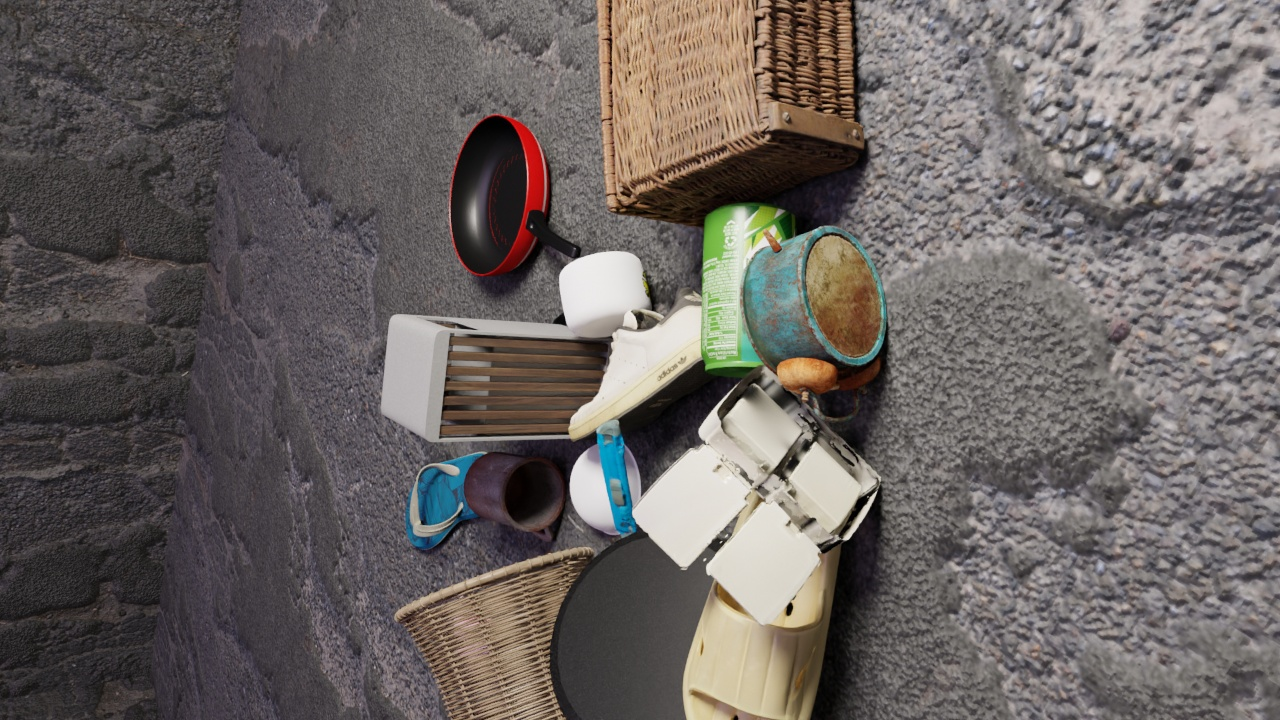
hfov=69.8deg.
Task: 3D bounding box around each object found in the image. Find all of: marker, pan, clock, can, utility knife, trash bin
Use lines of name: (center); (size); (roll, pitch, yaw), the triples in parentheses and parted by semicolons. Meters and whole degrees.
marker: (-0.063, -0.074, 1.088); (0.153, 0.011, 0.011); (-34, 63, 46)
pan: (0.046, 0.297, 0.814); (0.225, 0.034, 0.356); (-40, 47, 0)
pan: (-0.150, -0.187, 1.159); (0.356, 0.067, 0.209); (35, 115, 47)
clock: (0.140, -0.026, 0.743); (0.073, 0.121, 0.157); (-17, 81, 46)
can: (0.096, -0.060, 0.816); (0.083, 0.083, 0.144); (-8, 77, 52)
utility knife: (-0.020, 0.143, 0.958); (0.031, 0.015, 0.196); (6, 124, 25)
trash bin: (-0.154, 0.019, 1.023); (0.115, 0.228, 0.114); (16, 101, 51)

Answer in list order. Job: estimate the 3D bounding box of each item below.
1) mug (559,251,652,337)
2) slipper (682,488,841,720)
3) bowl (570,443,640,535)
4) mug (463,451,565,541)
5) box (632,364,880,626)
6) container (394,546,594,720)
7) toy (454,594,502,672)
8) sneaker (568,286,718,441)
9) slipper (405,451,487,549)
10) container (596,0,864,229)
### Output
mug: (-0.038, -0.066, 0.999); (0.116, 0.094, 0.068); (89, 170, -75)
slipper: (0.097, 0.206, 0.755); (0.111, 0.079, 0.261); (10, 75, 28)
bowl: (-0.049, 0.144, 1.037); (0.110, 0.040, 0.110); (-3, 86, 52)
mug: (-0.151, 0.173, 1.142); (0.110, 0.096, 0.123); (5, 124, 57)
box: (0.095, 0.100, 0.720); (0.145, 0.185, 0.066); (46, 152, 6)
container: (-0.129, 0.335, 0.999); (0.228, 0.226, 0.196); (-36, 68, 45)
toy: (-0.222, 0.375, 1.241); (0.102, 0.050, 0.093); (17, 99, 48)
sneaker: (-0.006, 0.006, 0.946); (0.242, 0.088, 0.102); (-36, 70, 40)
slipper: (-0.294, 0.200, 1.335); (0.296, 0.060, 0.118); (-29, 63, 48)
container: (0.081, -0.258, 0.798); (0.184, 0.162, 0.250); (-7, 84, 48)
